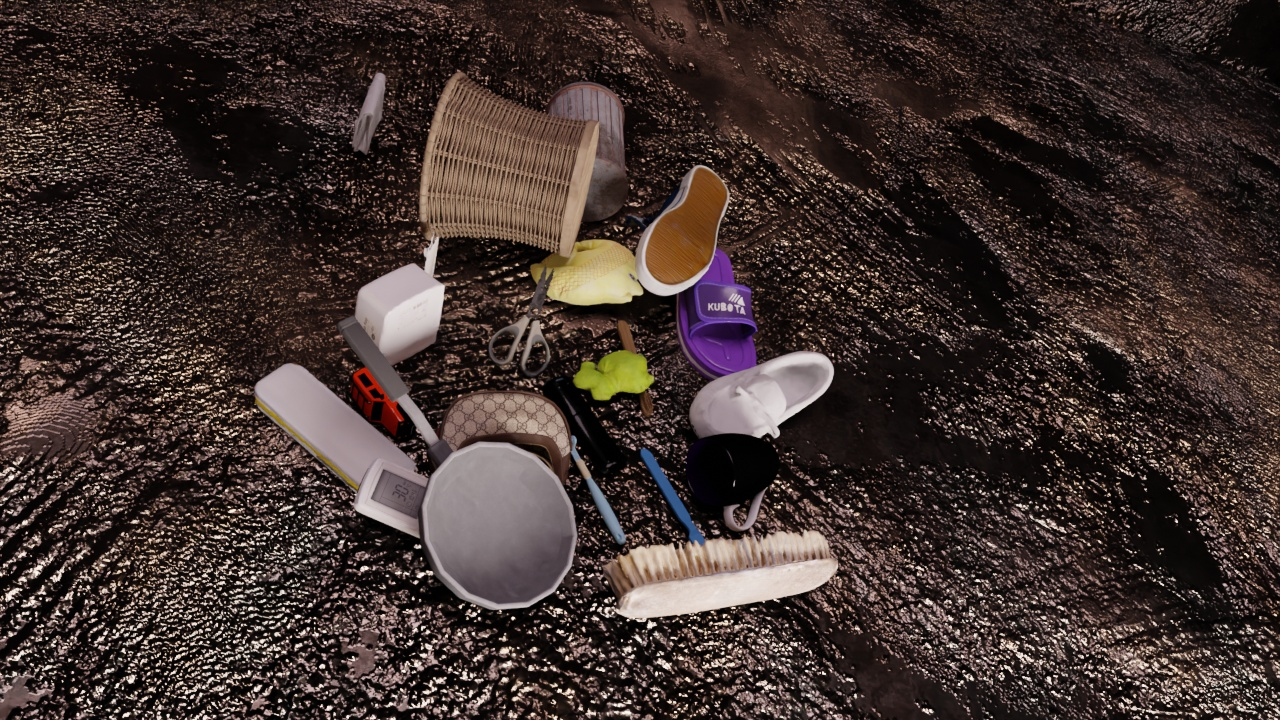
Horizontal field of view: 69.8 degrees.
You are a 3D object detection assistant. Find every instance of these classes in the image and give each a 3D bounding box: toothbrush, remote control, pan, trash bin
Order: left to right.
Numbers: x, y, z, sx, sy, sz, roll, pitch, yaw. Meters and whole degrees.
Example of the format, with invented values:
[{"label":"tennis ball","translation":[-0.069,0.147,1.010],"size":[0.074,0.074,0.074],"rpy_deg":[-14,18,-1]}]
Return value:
[{"label":"remote control","translation":[-0.231,0.156,0.970],"size":[0.138,0.026,0.060],"rpy_deg":[28,52,-17]},{"label":"pan","translation":[-0.206,0.103,0.964],"size":[0.357,0.041,0.178],"rpy_deg":[54,46,-1]},{"label":"remote control","translation":[-0.069,0.077,1.139],"size":[0.041,0.020,0.152],"rpy_deg":[-19,59,-33]},{"label":"trash bin","translation":[-0.086,-0.334,1.447],"size":[0.130,0.131,0.210],"rpy_deg":[8,48,-15]},{"label":"toothbrush","translation":[-0.055,0.151,1.077],"size":[0.022,0.016,0.155],"rpy_deg":[-31,59,-3]},{"label":"toothbrush","translation":[-0.007,0.007,1.233],"size":[0.016,0.016,0.166],"rpy_deg":[1,47,-22]},{"label":"toothbrush","translation":[0.039,0.171,1.101],"size":[0.016,0.014,0.166],"rpy_deg":[-10,49,-29]}]

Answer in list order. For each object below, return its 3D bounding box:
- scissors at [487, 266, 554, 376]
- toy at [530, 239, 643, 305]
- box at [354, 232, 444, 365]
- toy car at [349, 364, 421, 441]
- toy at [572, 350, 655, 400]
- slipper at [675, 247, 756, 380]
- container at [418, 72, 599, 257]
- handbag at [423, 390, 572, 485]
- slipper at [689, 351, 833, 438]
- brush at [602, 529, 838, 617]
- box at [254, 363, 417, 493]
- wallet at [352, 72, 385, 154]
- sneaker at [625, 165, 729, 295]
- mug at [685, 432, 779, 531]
[{"label":"scissors","translation":[-0.154,-0.057,1.206],"size":[0.131,0.013,0.169],"rpy_deg":[-8,69,-19]},{"label":"toy","translation":[-0.066,-0.125,1.305],"size":[0.155,0.065,0.170],"rpy_deg":[26,38,25]},{"label":"box","translation":[-0.279,-0.076,1.140],"size":[0.083,0.111,0.189],"rpy_deg":[27,42,4]},{"label":"toy car","translation":[-0.295,0.048,1.054],"size":[0.048,0.051,0.100],"rpy_deg":[-22,59,-39]},{"label":"toy","translation":[-0.034,0.020,1.191],"size":[0.094,0.036,0.093],"rpy_deg":[30,57,24]},{"label":"slipper","translation":[0.112,-0.092,1.325],"size":[0.107,0.084,0.266],"rpy_deg":[8,46,-15]},{"label":"container","translation":[-0.172,-0.255,1.250],"size":[0.196,0.227,0.226],"rpy_deg":[13,45,-2]},{"label":"handbag","translation":[-0.162,0.106,1.051],"size":[0.166,0.063,0.138],"rpy_deg":[1,58,-23]},{"label":"slipper","translation":[0.165,0.049,1.216],"size":[0.246,0.075,0.112],"rpy_deg":[-21,63,-35]},{"label":"brush","translation":[0.092,0.234,1.007],"size":[0.270,0.083,0.056],"rpy_deg":[-2,50,-23]},{"label":"box","translation":[-0.339,0.082,1.020],"size":[0.209,0.033,0.064],"rpy_deg":[36,49,14]},{"label":"wallet","translation":[-0.412,-0.374,1.387],"size":[0.032,0.086,0.116],"rpy_deg":[15,41,-15]},{"label":"sneaker","translation":[0.037,-0.177,1.358],"size":[0.120,0.128,0.293],"rpy_deg":[40,40,-12]},{"label":"mug","translation":[0.122,0.146,1.117],"size":[0.100,0.085,0.118],"rpy_deg":[-4,79,-41]}]
